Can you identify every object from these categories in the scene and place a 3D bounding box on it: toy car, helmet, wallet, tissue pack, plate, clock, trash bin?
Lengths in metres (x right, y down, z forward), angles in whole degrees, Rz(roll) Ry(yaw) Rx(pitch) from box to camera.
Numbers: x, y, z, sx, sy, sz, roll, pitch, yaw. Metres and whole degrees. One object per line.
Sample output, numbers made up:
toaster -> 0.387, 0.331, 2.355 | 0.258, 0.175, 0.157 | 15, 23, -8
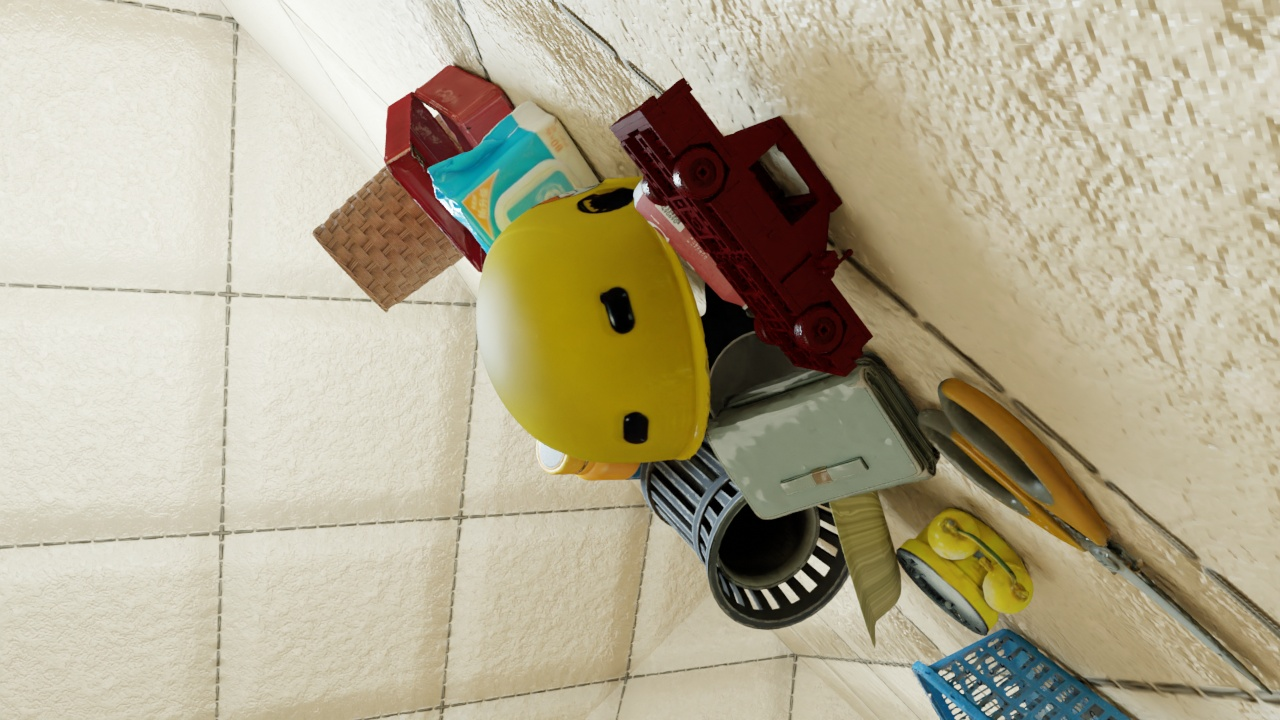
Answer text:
toy car -> 0.061, -0.072, 0.478 | 0.170, 0.061, 0.070 | 50, 171, -15
helmet -> -0.046, -0.018, 0.657 | 0.240, 0.139, 0.209 | -122, 24, -70
wallet -> 0.119, 0.054, 0.609 | 0.132, 0.054, 0.100 | -25, 117, 36
tissue pack -> -0.076, -0.110, 0.783 | 0.209, 0.117, 0.066 | 52, 167, -26
plate -> 0.180, 0.133, 0.738 | 0.184, 0.036, 0.184 | -16, -91, -79
clock -> 0.231, 0.148, 0.651 | 0.083, 0.057, 0.119 | 45, 171, 15
trash bin -> 0.101, 0.157, 0.988 | 0.164, 0.164, 0.227 | 51, 174, -25
trash bin -> -0.248, -0.164, 1.048 | 0.151, 0.210, 0.151 | 46, 172, 8

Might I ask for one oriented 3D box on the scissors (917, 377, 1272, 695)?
scissors -> 0.242, 0.092, 0.491 | 0.229, 0.016, 0.114 | 43, 170, 23

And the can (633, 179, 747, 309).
can -> 0.045, -0.080, 0.550 | 0.096, 0.054, 0.054 | 47, 171, 3

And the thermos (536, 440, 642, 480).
thermos -> -0.017, 0.097, 1.098 | 0.232, 0.091, 0.076 | 5, 164, -44

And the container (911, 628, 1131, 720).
container -> 0.403, 0.375, 0.724 | 0.362, 0.089, 0.257 | 37, 166, 47

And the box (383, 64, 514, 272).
box -> -0.154, -0.197, 0.892 | 0.157, 0.127, 0.137 | 51, -169, -42

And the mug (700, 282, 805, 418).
mug -> 0.068, -0.008, 0.695 | 0.094, 0.085, 0.122 | -146, 43, -68
